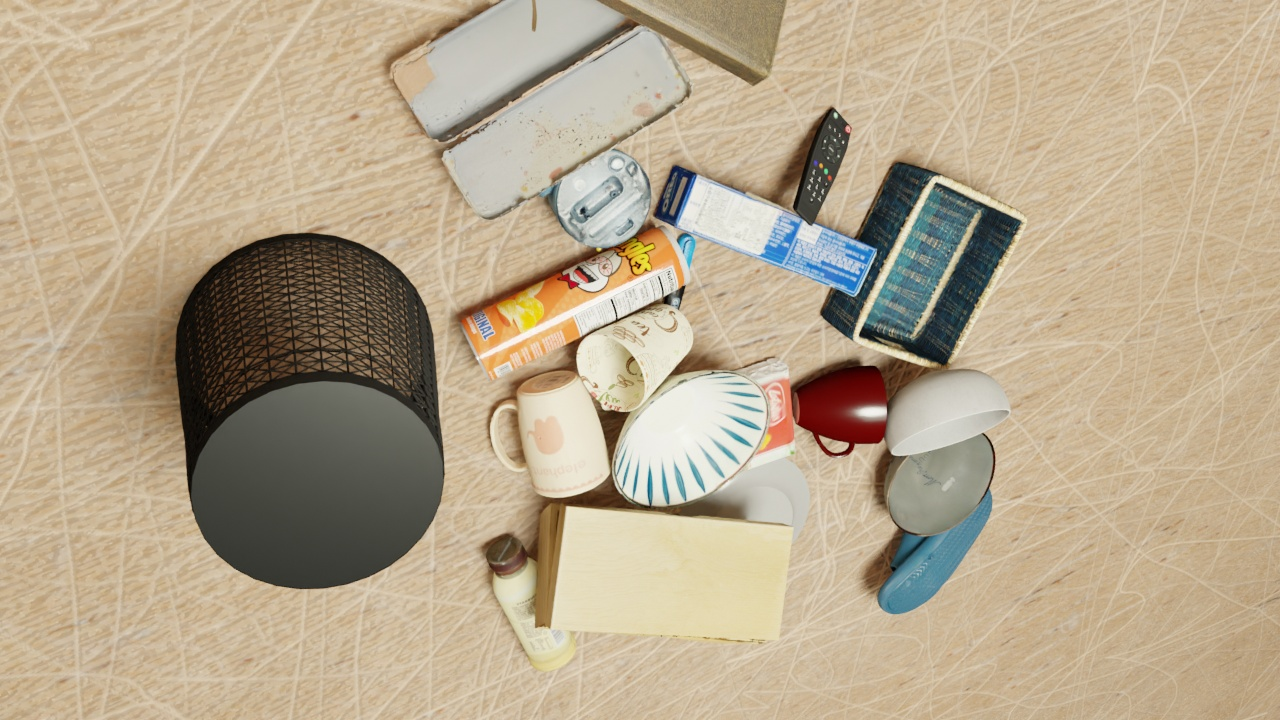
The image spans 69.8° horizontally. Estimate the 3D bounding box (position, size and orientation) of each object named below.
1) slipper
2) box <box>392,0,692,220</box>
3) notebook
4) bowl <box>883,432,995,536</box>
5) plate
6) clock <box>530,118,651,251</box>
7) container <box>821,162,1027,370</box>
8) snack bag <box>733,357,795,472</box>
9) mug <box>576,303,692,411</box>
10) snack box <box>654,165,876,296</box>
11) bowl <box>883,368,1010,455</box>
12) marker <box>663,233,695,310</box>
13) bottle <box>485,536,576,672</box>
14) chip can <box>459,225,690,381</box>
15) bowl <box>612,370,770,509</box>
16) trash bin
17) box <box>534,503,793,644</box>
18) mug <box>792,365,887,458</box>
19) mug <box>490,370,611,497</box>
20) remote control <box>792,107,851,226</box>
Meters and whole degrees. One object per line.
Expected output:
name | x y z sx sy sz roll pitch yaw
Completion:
slipper | 0.373 0.238 1.172 0.213 0.059 0.104 -44 132 -14
box | -0.078 -0.228 0.764 0.216 0.058 0.154 -33 108 -5
notebook | 0.027 -0.317 0.747 0.215 0.034 0.190 19 82 -28
bowl | 0.351 0.135 1.113 0.150 0.056 0.151 -8 115 -17
plate | 0.126 0.189 1.071 0.172 0.019 0.173 -9 116 -18
clock | -0.047 -0.160 0.821 0.089 0.051 0.124 -39 121 1
container | 0.298 -0.098 0.974 0.145 0.071 0.188 16 107 -27
snack bag | 0.127 0.061 1.002 0.077 0.036 0.116 -17 119 -13
mug | -0.005 0.005 0.894 0.097 0.081 0.122 -37 157 -43
snack box | 0.126 -0.125 0.902 0.226 0.059 0.059 16 104 -28
bowl | 0.324 0.050 0.996 0.131 0.064 0.132 -14 159 -5
marker | 0.035 -0.066 0.918 0.018 0.015 0.123 3 114 -23
bottle | -0.119 0.261 0.987 0.056 0.056 0.162 -24 120 -10
chip can | -0.060 -0.054 0.858 0.210 0.062 0.062 -27 120 -8
bowl | 0.040 0.065 0.940 0.177 0.071 0.178 -16 132 -19
trash bin | -0.254 0.039 0.719 0.216 0.243 0.217 -9 116 -18
box | 0.026 0.220 0.943 0.248 0.140 0.123 9 151 -18
mug | 0.215 0.062 1.017 0.088 0.087 0.114 -2 121 -2
mug | -0.093 0.070 0.901 0.111 0.085 0.104 -7 109 13
remote control | 0.174 -0.186 0.885 0.039 0.010 0.124 37 65 -31
